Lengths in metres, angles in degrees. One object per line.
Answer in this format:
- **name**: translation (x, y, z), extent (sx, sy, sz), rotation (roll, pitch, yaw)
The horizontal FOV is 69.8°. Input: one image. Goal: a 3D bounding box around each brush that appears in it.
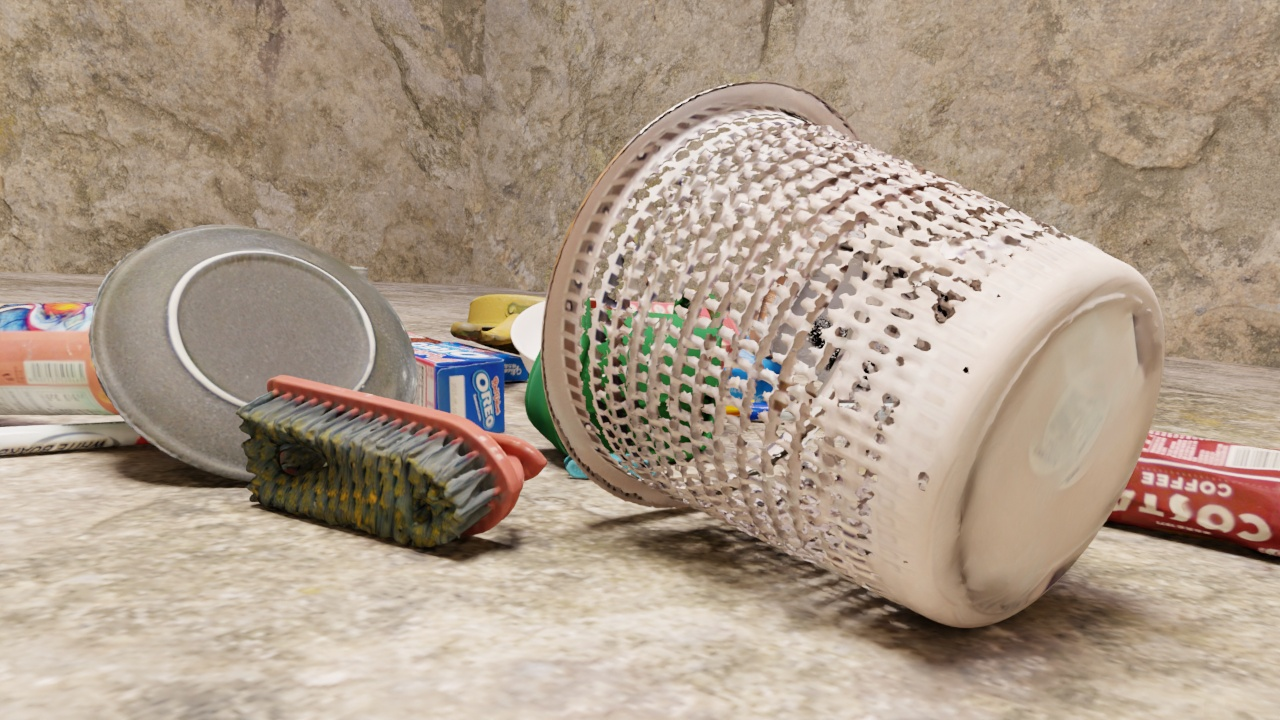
- **brush**: translation (-0.118, 0.046, 0.439), extent (0.146, 0.063, 0.069), rotation (9, 21, 26)

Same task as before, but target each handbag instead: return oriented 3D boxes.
- **handbag**: translation (-0.008, 0.007, 0.611), extent (0.131, 0.120, 0.068), rotation (3, 12, -31)

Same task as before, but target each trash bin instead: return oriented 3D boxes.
- **trash bin**: translation (0.100, 0.004, 0.407), extent (0.227, 0.228, 0.192), rotation (-1, 21, -38)

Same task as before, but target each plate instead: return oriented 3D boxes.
- **plate**: translation (-0.211, -0.013, 0.525), extent (0.179, 0.179, 0.024), rotation (-1, -32, -40)

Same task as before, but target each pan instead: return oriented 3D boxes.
- **pan**: translation (-0.116, -0.027, 0.955), extent (0.198, 0.078, 0.357), rotation (6, -9, 11)

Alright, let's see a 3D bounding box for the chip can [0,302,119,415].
- **chip can**: translation (-0.383, 0.000, 0.548), extent (0.215, 0.071, 0.071), rotation (0, 6, 8)

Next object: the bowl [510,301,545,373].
- **bowl**: translation (-0.057, 0.000, 0.825), extent (0.118, 0.065, 0.118), rotation (3, 35, -2)

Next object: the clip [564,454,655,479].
- **clip**: translation (-0.019, 0.065, 0.561), extent (0.057, 0.015, 0.049), rotation (2, 9, -12)

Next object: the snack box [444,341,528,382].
- **snack box**: translation (-0.196, 0.000, 0.974), extent (0.084, 0.026, 0.157), rotation (0, 7, -41)

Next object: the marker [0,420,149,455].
- **marker**: translation (-0.331, 0.044, 0.523), extent (0.145, 0.017, 0.017), rotation (-2, 9, -42)

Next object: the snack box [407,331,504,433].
- **snack box**: translation (-0.173, 0.015, 0.713), extent (0.057, 0.058, 0.208), rotation (-4, 10, -34)

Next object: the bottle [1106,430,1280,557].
- **bottle**: translation (0.299, 0.070, 0.529), extent (0.175, 0.057, 0.057), rotation (9, 8, 38)

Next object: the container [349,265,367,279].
- **container**: translation (-0.249, -0.011, 0.631), extent (0.090, 0.114, 0.090), rotation (8, 7, 30)

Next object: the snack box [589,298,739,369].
- **snack box**: translation (-0.004, 0.004, 0.711), extent (0.127, 0.044, 0.113), rotation (0, -34, -32)

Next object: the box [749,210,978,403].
- **box**: translation (0.217, -0.048, 0.861), extent (0.183, 0.157, 0.192), rotation (27, 30, -5)

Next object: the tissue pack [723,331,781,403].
- **tissue pack**: translation (0.065, 0.009, 0.874), extent (0.157, 0.052, 0.095), rotation (1, 28, -29)

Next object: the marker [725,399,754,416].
- **marker**: translation (0.043, 0.043, 0.810), extent (0.123, 0.015, 0.018), rotation (0, 6, -18)

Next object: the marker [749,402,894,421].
- **marker**: translation (0.163, 0.045, 0.797), extent (0.146, 0.017, 0.017), rotation (0, 6, 8)
